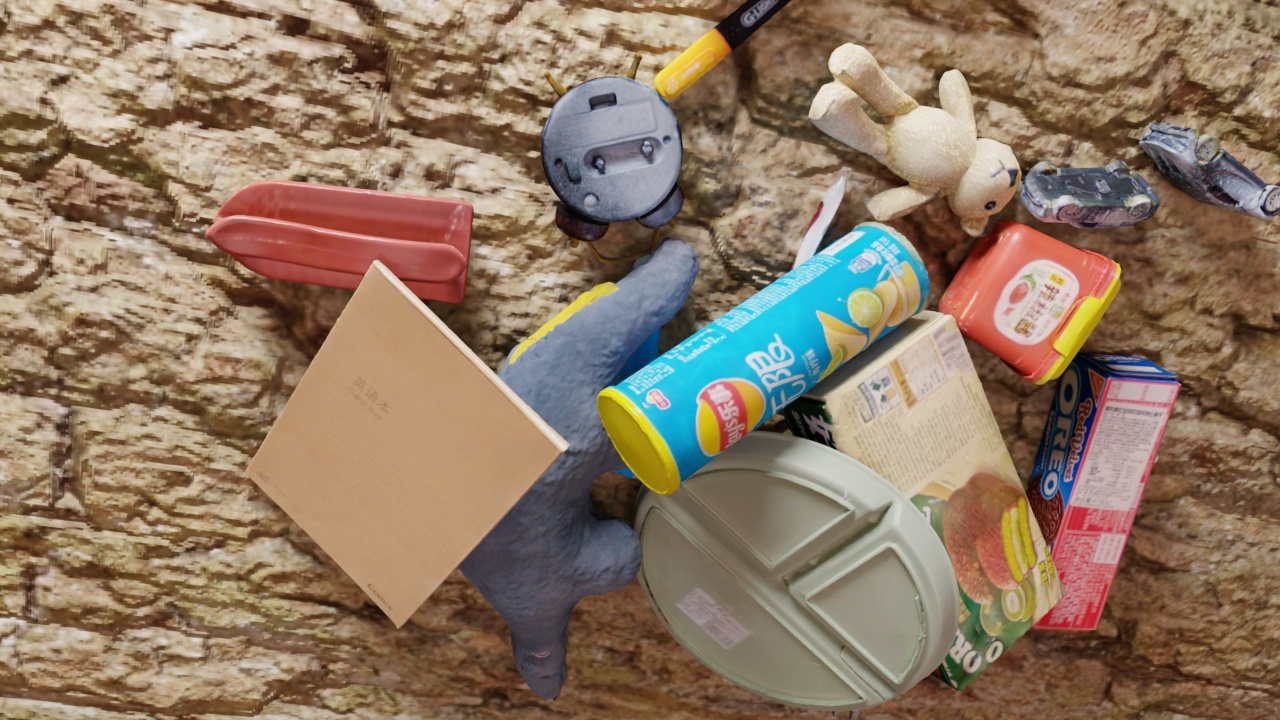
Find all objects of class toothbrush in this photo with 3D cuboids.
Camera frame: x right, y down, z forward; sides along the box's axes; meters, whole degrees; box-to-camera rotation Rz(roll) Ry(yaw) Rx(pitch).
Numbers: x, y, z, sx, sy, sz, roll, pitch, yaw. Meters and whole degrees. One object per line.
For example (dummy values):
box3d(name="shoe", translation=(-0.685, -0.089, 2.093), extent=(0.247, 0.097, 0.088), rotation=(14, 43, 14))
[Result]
box3d(name="toothbrush", translation=(0.090, -0.039, 0.617), extent=(0.017, 0.016, 0.188), rotation=(24, 107, -5))

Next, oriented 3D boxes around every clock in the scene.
box3d(name="clock", translation=(-0.017, -0.116, 0.552), extent=(0.082, 0.055, 0.122), rotation=(-13, 113, -4))

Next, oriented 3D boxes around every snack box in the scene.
box3d(name="snack box", translation=(0.251, -0.043, 0.606), extent=(0.080, 0.082, 0.091), rotation=(28, 104, -2))
box3d(name="snack box", translation=(0.327, 0.097, 0.676), extent=(0.058, 0.057, 0.208), rotation=(5, 110, -7))
box3d(name="snack box", translation=(0.195, 0.094, 0.626), extent=(0.114, 0.063, 0.240), rotation=(-34, 108, -17))

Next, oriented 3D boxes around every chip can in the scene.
box3d(name="chip can", translation=(0.078, -0.005, 0.558), extent=(0.209, 0.071, 0.071), rotation=(-33, 113, -19))

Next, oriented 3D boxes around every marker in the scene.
box3d(name="marker", translation=(0.059, -0.200, 0.551), extent=(0.124, 0.015, 0.018), rotation=(-38, 115, 6))

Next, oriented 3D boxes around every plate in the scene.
box3d(name="plate", translation=(0.093, 0.150, 0.617), extent=(0.230, 0.027, 0.231), rotation=(14, 123, 22))

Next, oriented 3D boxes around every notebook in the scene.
box3d(name="notebook", translation=(-0.153, 0.061, 0.560), extent=(0.149, 0.012, 0.212), rotation=(44, 123, 2))

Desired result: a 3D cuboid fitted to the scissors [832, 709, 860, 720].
box3d(name="scissors", translation=(0.185, 0.217, 0.727), extent=(0.174, 0.012, 0.126), rotation=(-43, 111, 10))

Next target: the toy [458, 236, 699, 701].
box3d(name="toy", translation=(-0.062, 0.084, 0.604), extent=(0.137, 0.091, 0.357), rotation=(6, 111, -19))

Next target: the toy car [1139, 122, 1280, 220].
box3d(name="toy car", translation=(0.376, -0.121, 0.604), extent=(0.105, 0.049, 0.031), rotation=(27, 108, -16))

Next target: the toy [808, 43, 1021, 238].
box3d(name="toy", translation=(0.171, -0.136, 0.563), extent=(0.157, 0.066, 0.105), rotation=(25, 88, -23))

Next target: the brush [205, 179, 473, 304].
box3d(name="brush", translation=(-0.174, -0.071, 0.540), extent=(0.145, 0.069, 0.063), rotation=(7, 108, -10))

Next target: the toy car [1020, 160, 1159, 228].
box3d(name="toy car", translation=(0.294, -0.107, 0.604), extent=(0.090, 0.042, 0.034), rotation=(-2, 144, -11))

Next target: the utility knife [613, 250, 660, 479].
box3d(name="utility knife", translation=(-0.004, 0.004, 0.618), extent=(0.034, 0.018, 0.161), rotation=(9, 109, 4))
